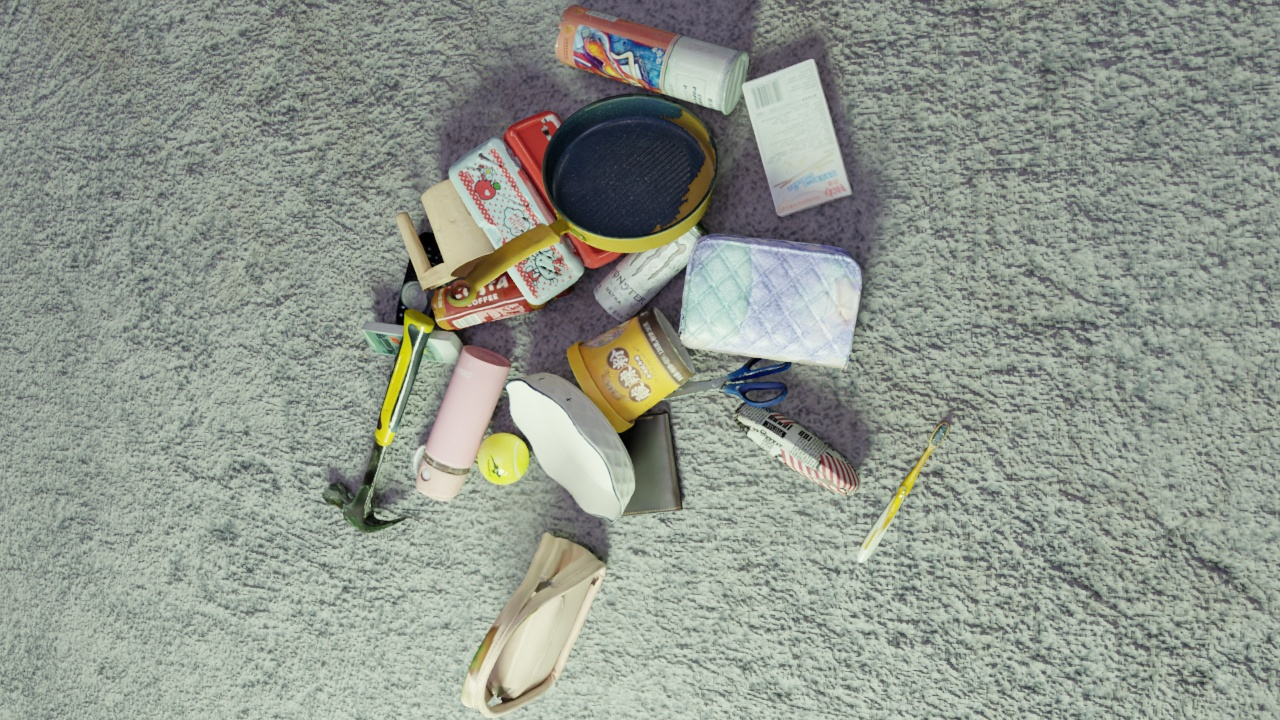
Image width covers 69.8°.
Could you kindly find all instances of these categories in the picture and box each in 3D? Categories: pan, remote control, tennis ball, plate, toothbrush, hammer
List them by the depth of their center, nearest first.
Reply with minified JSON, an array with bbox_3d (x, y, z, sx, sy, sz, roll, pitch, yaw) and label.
[{"bbox_3d":[-0.067,-0.166,1.002,0.198,0.078,0.356,40,75,20],"label":"pan"},{"bbox_3d":[0.296,0.151,1.037,0.016,0.018,0.191,32,104,14],"label":"toothbrush"},{"bbox_3d":[-0.079,0.096,1.077,0.045,0.205,0.205,-37,82,-23],"label":"plate"},{"bbox_3d":[-0.173,0.124,1.157,0.065,0.065,0.065,2,96,17],"label":"tennis ball"},{"bbox_3d":[-0.324,0.086,1.184,0.126,0.031,0.324,33,114,22],"label":"hammer"},{"bbox_3d":[-0.292,-0.022,1.187,0.135,0.056,0.019,8,58,16],"label":"remote control"},{"bbox_3d":[-0.281,-0.100,1.191,0.053,0.024,0.136,20,101,12],"label":"remote control"}]

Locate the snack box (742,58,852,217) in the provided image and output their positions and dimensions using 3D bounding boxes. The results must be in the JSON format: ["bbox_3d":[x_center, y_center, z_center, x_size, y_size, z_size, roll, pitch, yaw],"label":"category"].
[{"bbox_3d":[0.176,-0.248,1.030,0.085,0.026,0.157,-15,91,18],"label":"snack box"}]

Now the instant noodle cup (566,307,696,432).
[{"bbox_3d":[-0.006,0.006,1.072,0.114,0.118,0.118,-31,86,10],"label":"instant noodle cup"}]

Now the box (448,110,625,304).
[{"bbox_3d":[-0.116,-0.184,1.086,0.161,0.058,0.201,-32,85,-10],"label":"box"}]

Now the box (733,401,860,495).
[{"bbox_3d":[0.177,0.103,1.047,0.164,0.068,0.052,36,95,14],"label":"box"}]

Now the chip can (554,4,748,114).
[{"bbox_3d":[0.011,-0.346,1.049,0.215,0.071,0.071,22,101,15],"label":"chip can"}]

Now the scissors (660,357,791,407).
[{"bbox_3d":[0.099,0.020,1.079,0.173,0.012,0.132,21,65,43],"label":"scissors"}]

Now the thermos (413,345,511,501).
[{"bbox_3d":[-0.236,0.078,1.177,0.087,0.067,0.199,33,107,34],"label":"thermos"}]

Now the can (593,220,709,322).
[{"bbox_3d":[0.013,-0.112,1.079,0.147,0.058,0.058,-44,82,17],"label":"can"}]

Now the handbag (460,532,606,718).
[{"bbox_3d":[-0.139,0.324,1.078,0.093,0.233,0.193,24,102,12],"label":"handbag"}]

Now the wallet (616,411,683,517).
[{"bbox_3d":[-0.002,0.129,1.130,0.096,0.020,0.122,-8,91,18],"label":"wallet"}]

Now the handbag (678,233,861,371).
[{"bbox_3d":[0.145,-0.067,1.022,0.194,0.075,0.134,9,105,8],"label":"handbag"}]

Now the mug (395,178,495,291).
[{"bbox_3d":[-0.233,-0.157,1.137,0.125,0.084,0.103,-23,86,10],"label":"mug"}]

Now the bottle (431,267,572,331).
[{"bbox_3d":[-0.171,-0.081,1.140,0.175,0.057,0.057,-12,92,18],"label":"bottle"}]
